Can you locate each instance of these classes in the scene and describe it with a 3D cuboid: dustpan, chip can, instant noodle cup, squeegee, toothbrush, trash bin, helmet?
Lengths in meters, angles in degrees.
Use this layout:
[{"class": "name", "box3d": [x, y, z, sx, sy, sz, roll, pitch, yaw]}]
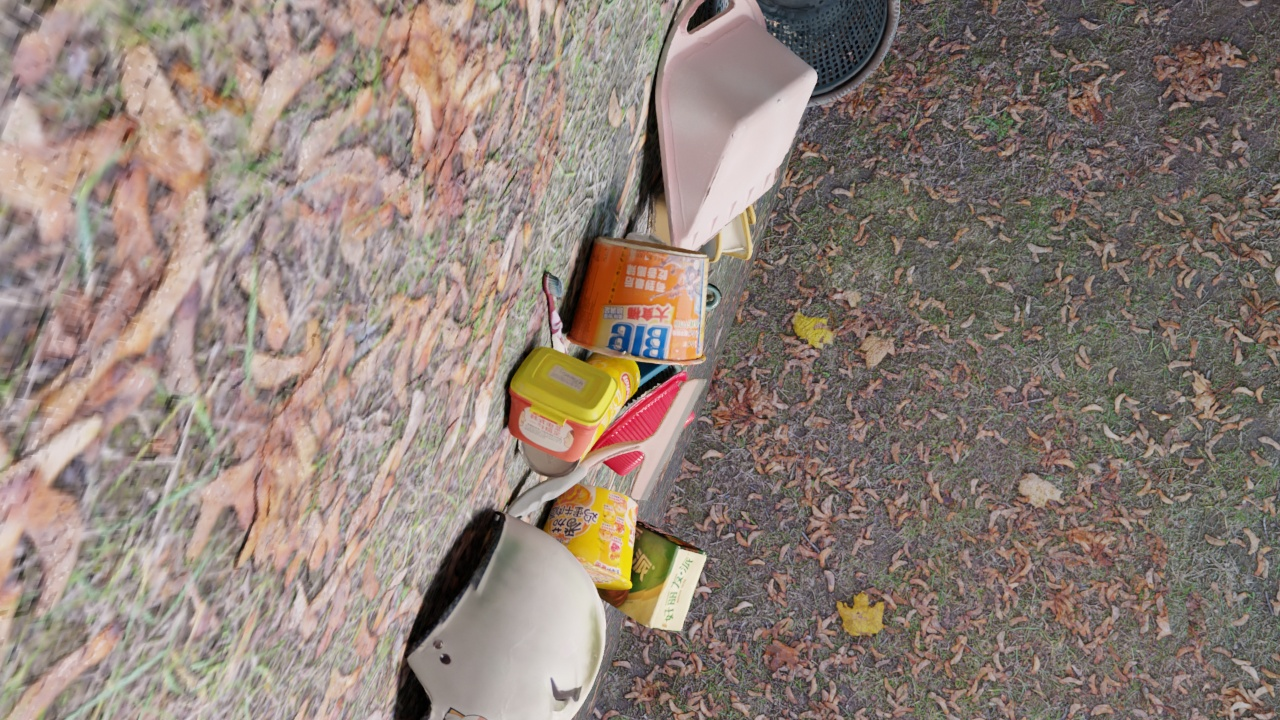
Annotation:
[{"class": "dustpan", "box3d": [0.091, -0.284, 1.076, 0.221, 0.139, 0.274, -41, 165, -35]}, {"class": "chip can", "box3d": [-0.062, 0.052, 1.018, 0.212, 0.072, 0.072, -51, 158, -65]}, {"class": "instant noodle cup", "box3d": [0.005, 0.097, 1.274, 0.193, 0.066, 0.194, -38, 174, -5]}, {"class": "instant noodle cup", "box3d": [-0.066, 0.229, 1.200, 0.138, 0.138, 0.109, 88, 15, -67]}, {"class": "squeegee", "box3d": [-0.061, 0.127, 1.047, 0.248, 0.040, 0.248, -22, 150, -36]}, {"class": "instant noodle cup", "box3d": [0.003, -0.066, 0.961, 0.151, 0.151, 0.111, -33, 133, -76]}, {"class": "toothbrush", "box3d": [-0.080, -0.033, 0.907, 0.188, 0.017, 0.016, 90, 22, -63]}, {"class": "trash bin", "box3d": [0.198, -0.462, 1.145, 0.194, 0.226, 0.227, -80, -179, -47]}, {"class": "helmet", "box3d": [-0.119, 0.294, 0.917, 0.229, 0.157, 0.275, -59, 165, -51]}]

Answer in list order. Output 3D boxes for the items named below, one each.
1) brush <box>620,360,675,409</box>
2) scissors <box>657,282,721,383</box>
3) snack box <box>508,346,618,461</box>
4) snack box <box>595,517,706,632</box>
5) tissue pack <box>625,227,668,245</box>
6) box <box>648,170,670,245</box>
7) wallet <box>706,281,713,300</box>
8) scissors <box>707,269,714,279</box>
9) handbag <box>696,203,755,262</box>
[{"class": "brush", "box3d": [-0.007, 0.007, 1.216, 0.143, 0.055, 0.074, -35, 142, -34]}, {"class": "scissors", "box3d": [0.041, -0.032, 1.290, 0.170, 0.019, 0.180, -23, 135, -20]}, {"class": "snack box", "box3d": [-0.078, 0.044, 0.864, 0.081, 0.091, 0.080, -60, 173, -50]}, {"class": "snack box", "box3d": [-0.022, 0.277, 1.275, 0.063, 0.240, 0.114, 22, 87, -40]}, {"class": "tissue pack", "box3d": [-0.006, -0.081, 1.103, 0.090, 0.063, 0.140, 69, 39, -72]}, {"class": "box", "box3d": [0.050, -0.196, 1.219, 0.185, 0.059, 0.089, 96, 15, -63]}, {"class": "wallet", "box3d": [0.029, -0.076, 1.201, 0.035, 0.119, 0.130, -27, -145, 58]}, {"class": "scissors", "box3d": [0.060, -0.093, 1.364, 0.012, 0.157, 0.165, -31, 123, -37]}, {"class": "handbag", "box3d": [0.111, -0.233, 1.312, 0.163, 0.063, 0.179, -147, -127, -72]}]
